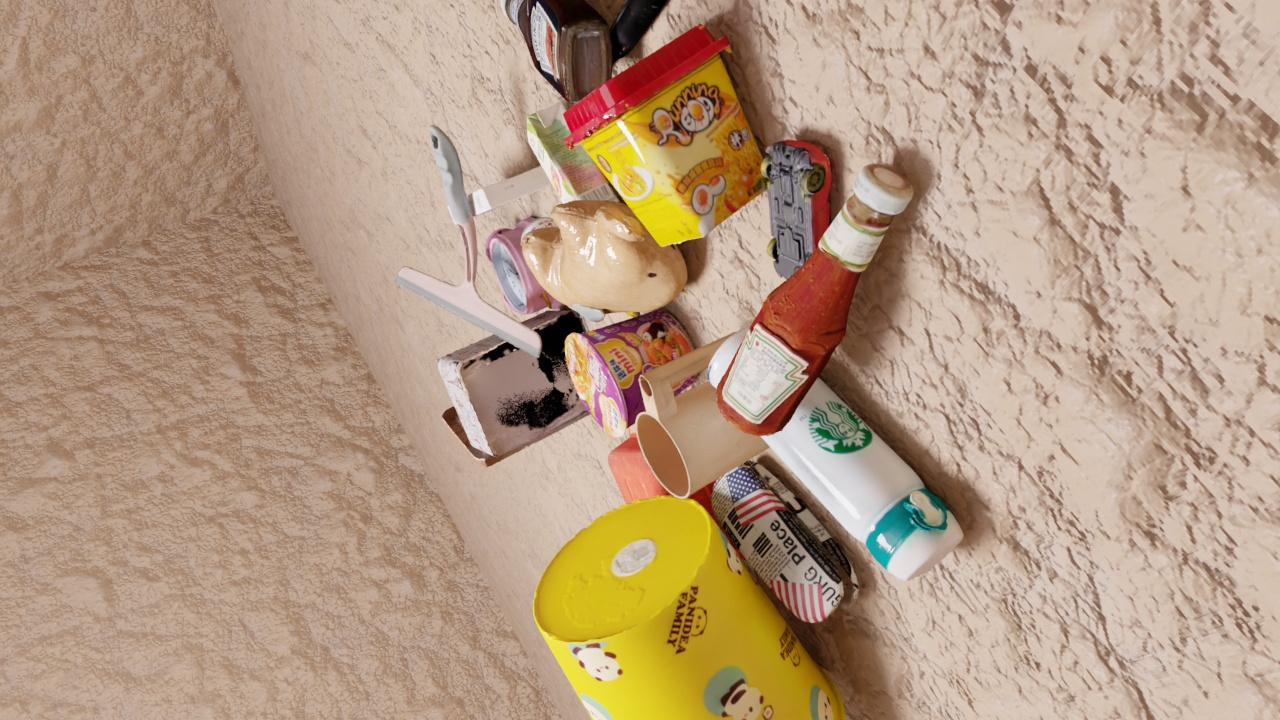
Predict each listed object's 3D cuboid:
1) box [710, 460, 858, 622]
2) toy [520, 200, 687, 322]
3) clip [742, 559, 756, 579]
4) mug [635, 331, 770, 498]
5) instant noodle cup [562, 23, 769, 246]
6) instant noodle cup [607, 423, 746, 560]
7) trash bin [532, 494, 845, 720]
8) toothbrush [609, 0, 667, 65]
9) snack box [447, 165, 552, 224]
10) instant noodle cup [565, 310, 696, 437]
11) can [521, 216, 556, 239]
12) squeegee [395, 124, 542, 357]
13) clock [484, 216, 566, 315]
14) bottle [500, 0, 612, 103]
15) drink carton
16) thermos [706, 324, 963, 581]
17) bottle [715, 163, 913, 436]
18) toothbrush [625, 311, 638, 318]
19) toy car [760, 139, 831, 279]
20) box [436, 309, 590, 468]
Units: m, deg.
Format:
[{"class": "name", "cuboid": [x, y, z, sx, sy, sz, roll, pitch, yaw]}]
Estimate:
[{"class": "box", "cuboid": [0.120, 0.160, 0.820, 0.163, 0.080, 0.075, 52, 150, 33]}, {"class": "toy", "cuboid": [-0.020, -0.094, 0.814, 0.226, 0.143, 0.082, -18, 55, 66]}, {"class": "clip", "cuboid": [0.112, 0.256, 1.009, 0.061, 0.034, 0.097, 18, 139, 60]}, {"class": "mug", "cuboid": [0.057, 0.045, 0.805, 0.084, 0.103, 0.125, 32, 142, 53]}, {"class": "instant noodle cup", "cuboid": [0.024, -0.156, 0.667, 0.123, 0.116, 0.116, 58, 160, -14]}, {"class": "instant noodle cup", "cuboid": [0.033, 0.135, 0.989, 0.189, 0.079, 0.165, 67, 158, -3]}, {"class": "trash bin", "cuboid": [0.039, 0.282, 0.870, 0.230, 0.229, 0.255, 18, 142, 61]}, {"class": "toothbrush", "cuboid": [-0.015, -0.261, 0.742, 0.213, 0.026, 0.027, 158, 121, -69]}, {"class": "snack box", "cuboid": [-0.164, -0.192, 1.066, 0.157, 0.084, 0.027, 5, 120, 64]}, {"class": "instant noodle cup", "cuboid": [-0.005, 0.005, 0.907, 0.111, 0.099, 0.112, 50, 155, 33]}, {"class": "can", "cuboid": [-0.079, -0.105, 1.010, 0.132, 0.053, 0.053, 46, 152, 37]}, {"class": "squeegee", "cuboid": [-0.203, -0.153, 1.029, 0.248, 0.040, 0.250, 27, 138, 29]}, {"class": "clock", "cuboid": [-0.145, -0.113, 1.142, 0.159, 0.059, 0.117, 10, 122, 66]}, {"class": "bottle", "cuboid": [-0.078, -0.287, 0.794, 0.194, 0.044, 0.080, -125, 27, -48]}, {"class": "drink carton", "cuboid": [-0.065, -0.188, 0.902, 0.122, 0.045, 0.053, 61, 169, 12]}, {"class": "thermos", "cuboid": [0.143, 0.065, 0.686, 0.224, 0.073, 0.073, 49, 153, 32]}, {"class": "bottle", "cuboid": [0.112, -0.035, 0.604, 0.059, 0.059, 0.207, 51, 136, 29]}, {"class": "toothbrush", "cuboid": [-0.011, -0.047, 0.969, 0.016, 0.018, 0.191, 22, 133, 62]}, {"class": "toy car", "cuboid": [0.110, -0.098, 0.628, 0.049, 0.031, 0.106, 36, 141, 51]}, {"class": "box", "cuboid": [-0.162, 0.031, 1.181, 0.192, 0.182, 0.156, 10, 123, 60]}]
